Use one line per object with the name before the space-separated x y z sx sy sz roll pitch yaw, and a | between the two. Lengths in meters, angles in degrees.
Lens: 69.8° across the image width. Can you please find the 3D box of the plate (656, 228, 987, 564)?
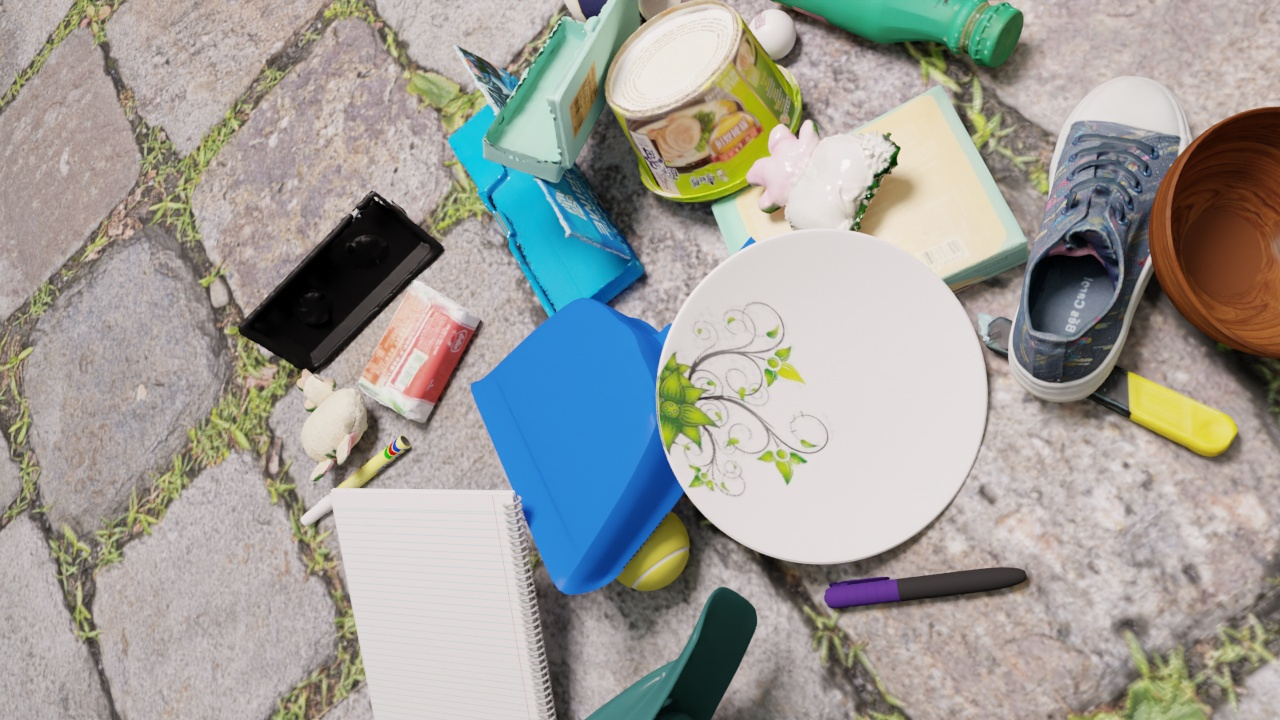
plate | 0.124 0.025 0.640 0.229 0.030 0.229 0 90 -3

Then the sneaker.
sneaker | 0.298 -0.091 0.591 0.087 0.079 0.235 15 76 27

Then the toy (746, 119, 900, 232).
toy | 0.128 -0.131 0.664 0.109 0.041 0.096 35 105 32

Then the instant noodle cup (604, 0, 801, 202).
instant noodle cup | 0.045 -0.208 0.724 0.146 0.098 0.146 -18 51 23

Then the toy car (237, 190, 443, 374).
toy car | -0.295 -0.086 0.895 0.192 0.094 0.071 -42 41 10

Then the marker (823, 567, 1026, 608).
marker | 0.190 0.153 0.623 0.134 0.015 0.018 -14 43 22

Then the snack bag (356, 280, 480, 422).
snack bag | -0.205 -0.008 0.847 0.077 0.036 0.116 28 90 30

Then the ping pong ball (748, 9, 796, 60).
ping pong ball | 0.109 -0.270 0.763 0.040 0.040 0.040 -7 73 24

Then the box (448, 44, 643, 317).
box | -0.106 -0.155 0.793 0.094 0.115 0.243 -38 63 12

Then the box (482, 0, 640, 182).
box | -0.055 -0.239 0.729 0.077 0.093 0.187 21 54 2

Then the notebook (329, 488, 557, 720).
notebook | -0.151 0.219 0.716 0.178 0.013 0.246 -3 101 25

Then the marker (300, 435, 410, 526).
marker | -0.267 0.114 0.857 0.132 0.014 0.014 -38 63 12

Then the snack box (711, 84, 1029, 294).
snack box | 0.164 -0.098 0.686 0.194 0.044 0.141 -26 65 18

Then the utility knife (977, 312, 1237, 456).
utility knife | 0.299 0.011 0.605 0.172 0.020 0.028 32 84 29

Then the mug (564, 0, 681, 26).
mug | -0.016 -0.348 0.829 0.089 0.086 0.111 6 44 30

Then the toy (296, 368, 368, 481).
toy | -0.289 0.059 0.859 0.087 0.050 0.112 -44 49 29

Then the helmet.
helmet | 0.027 0.297 0.569 0.200 0.176 0.275 36 96 26

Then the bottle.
bottle | 0.190 -0.282 0.711 0.210 0.068 0.068 35 93 29

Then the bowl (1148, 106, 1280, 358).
bowl | 0.368 -0.071 0.556 0.147 0.069 0.147 0 84 -4

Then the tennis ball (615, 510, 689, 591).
tennis ball | 0.004 0.139 0.688 0.065 0.065 0.065 -7 73 24

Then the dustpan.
dustpan | -0.004 0.004 0.695 0.258 0.059 0.245 -50 42 15
